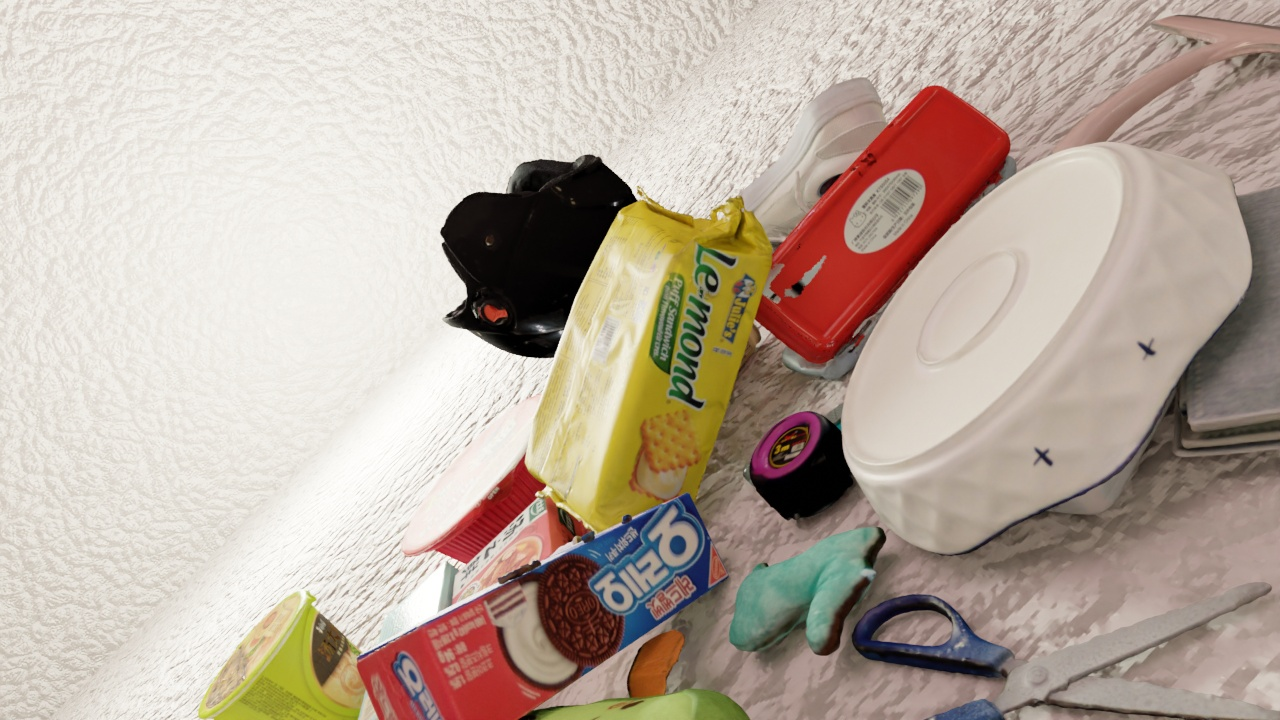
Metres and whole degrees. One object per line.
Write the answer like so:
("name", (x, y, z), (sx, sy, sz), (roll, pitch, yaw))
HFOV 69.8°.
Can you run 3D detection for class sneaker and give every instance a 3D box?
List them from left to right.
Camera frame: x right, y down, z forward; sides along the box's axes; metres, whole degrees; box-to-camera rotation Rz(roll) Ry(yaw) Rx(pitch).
("sneaker", (0.152, -0.140, 0.801), (0.089, 0.090, 0.243), (-19, -12, -19))

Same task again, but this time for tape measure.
("tape measure", (0.092, 0.059, 0.510), (0.057, 0.039, 0.057), (-37, 23, 25))

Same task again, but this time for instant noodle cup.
("instant noodle cup", (-0.249, 0.258, 0.706), (0.112, 0.123, 0.111), (-40, 19, 16))
("instant noodle cup", (-0.134, 0.123, 0.857), (0.194, 0.066, 0.193), (-41, 16, 14))

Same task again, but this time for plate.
("plate", (0.161, -0.013, 0.411), (0.205, 0.045, 0.204), (-54, 9, 12))

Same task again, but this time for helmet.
("helmet", (-0.108, -0.113, 1.083), (0.275, 0.230, 0.232), (-48, 4, 26))

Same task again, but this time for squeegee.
("squeegee", (0.259, -0.118, 0.533), (0.250, 0.040, 0.247), (-41, 17, 17))

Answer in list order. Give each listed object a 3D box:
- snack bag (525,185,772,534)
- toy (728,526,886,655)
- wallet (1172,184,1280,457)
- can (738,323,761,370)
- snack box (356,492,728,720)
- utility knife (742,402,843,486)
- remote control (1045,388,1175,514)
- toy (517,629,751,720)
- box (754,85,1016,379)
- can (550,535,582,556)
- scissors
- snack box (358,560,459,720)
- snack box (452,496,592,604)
("snack bag", (-0.004, 0.004, 0.626), (0.158, 0.068, 0.246), (26, 98, 60))
("toy", (0.076, 0.110, 0.432), (0.092, 0.030, 0.096), (-38, 8, 30))
("wallet", (0.247, -0.021, 0.331), (0.107, 0.037, 0.129), (-16, 33, 43))
("can", (0.039, 0.009, 0.723), (0.116, 0.058, 0.058), (-48, 17, -13))
("snack box", (-0.037, 0.125, 0.462), (0.057, 0.058, 0.207), (-34, -11, 36))
("utility knife", (0.131, 0.026, 0.537), (0.187, 0.013, 0.029), (-37, 25, 25))
("remote control", (0.203, 0.008, 0.395), (0.135, 0.020, 0.056), (-51, 16, -18))
("toy", (-0.033, 0.197, 0.384), (0.248, 0.090, 0.226), (-37, 12, 39))
("box", (0.164, -0.078, 0.632), (0.201, 0.095, 0.098), (-48, -13, -5))
("can", (-0.072, 0.177, 0.592), (0.134, 0.053, 0.053), (-45, 16, 1))
("scissors", (0.126, 0.119, 0.325), (0.163, 0.012, 0.162), (-46, 16, -7))
("snack box", (-0.160, 0.228, 0.686), (0.074, 0.051, 0.174), (-42, 17, 6))
("snack box", (-0.082, 0.157, 0.683), (0.127, 0.044, 0.113), (-43, 16, 4))
